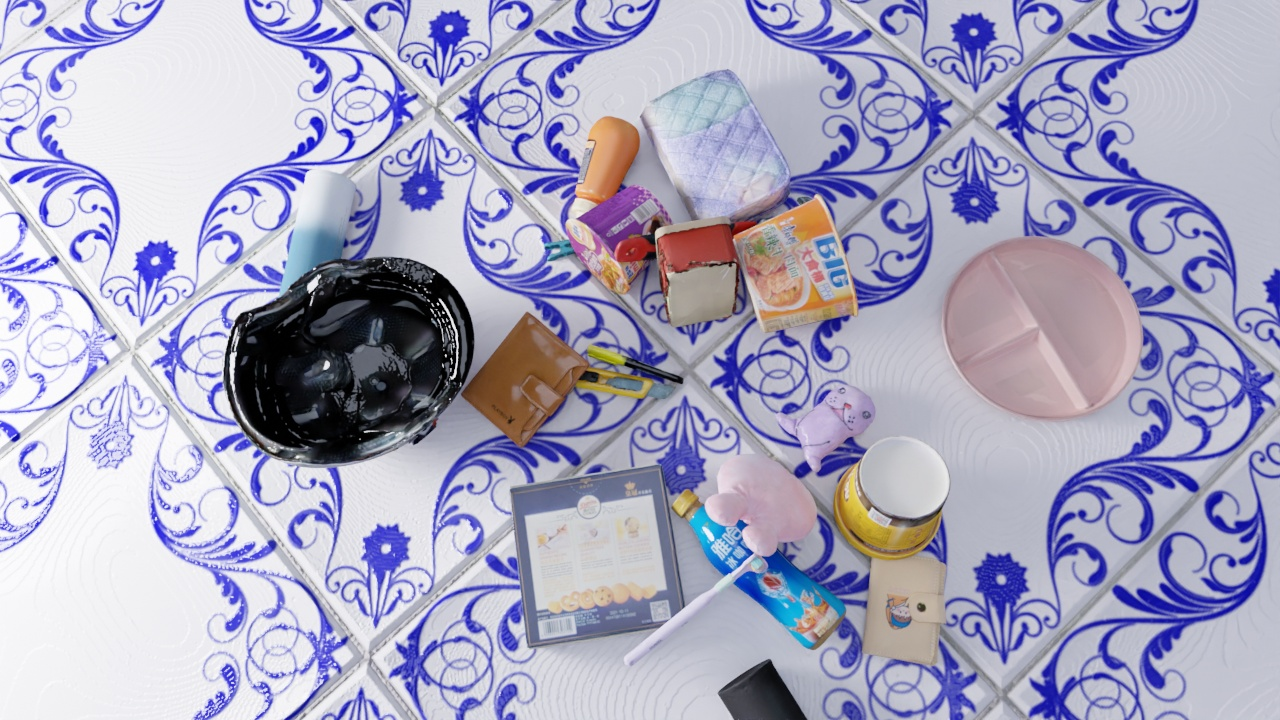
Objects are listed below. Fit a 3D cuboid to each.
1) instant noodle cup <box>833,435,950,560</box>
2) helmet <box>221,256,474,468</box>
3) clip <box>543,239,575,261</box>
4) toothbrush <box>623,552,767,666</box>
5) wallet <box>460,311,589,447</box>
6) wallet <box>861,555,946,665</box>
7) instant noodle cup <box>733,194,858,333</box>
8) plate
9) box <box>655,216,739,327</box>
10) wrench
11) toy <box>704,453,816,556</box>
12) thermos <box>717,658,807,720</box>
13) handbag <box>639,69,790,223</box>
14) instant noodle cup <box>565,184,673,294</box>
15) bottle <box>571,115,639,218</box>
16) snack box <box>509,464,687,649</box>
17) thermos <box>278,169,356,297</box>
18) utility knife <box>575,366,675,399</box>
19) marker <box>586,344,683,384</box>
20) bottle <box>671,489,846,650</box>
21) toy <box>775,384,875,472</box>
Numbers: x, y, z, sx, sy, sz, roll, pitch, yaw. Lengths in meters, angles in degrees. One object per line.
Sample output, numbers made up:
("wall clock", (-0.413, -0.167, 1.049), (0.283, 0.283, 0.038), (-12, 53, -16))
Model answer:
("instant noodle cup", (0.276, 0.145, 0.996), (0.118, 0.114, 0.118), (-2, 64, 3))
("helmet", (-0.325, 0.014, 1.061), (0.273, 0.157, 0.230), (-30, 81, -15))
("clip", (-0.094, -0.143, 1.161), (0.057, 0.014, 0.047), (-13, 72, -1))
("toothbrush", (0.057, 0.270, 0.985), (0.189, 0.021, 0.029), (-39, 120, 6))
("wallet", (-0.138, 0.024, 1.100), (0.108, 0.031, 0.132), (40, 92, 14))
("wallet", (0.295, 0.273, 1.016), (0.087, 0.024, 0.115), (8, 74, 5))
("instant noodle cup", (0.177, -0.105, 1.070), (0.111, 0.151, 0.151), (-18, 74, 7))
("plate", (0.471, -0.037, 1.088), (0.229, 0.028, 0.229), (-1, 74, 4))
("box", (0.065, -0.090, 1.056), (0.091, 0.168, 0.075), (-11, 71, 0))
("wrench", (0.094, -0.151, 1.095), (0.273, 0.056, 0.016), (-15, 50, -21))
("toy", (0.129, 0.157, 1.005), (0.121, 0.159, 0.054), (38, 119, 17))
("thermos", (0.164, 0.442, 0.953), (0.090, 0.068, 0.242), (-29, 75, -9))
("handbag", (0.097, -0.257, 1.149), (0.134, 0.075, 0.193), (-25, 73, 1))
("instant noodle cup", (-0.019, -0.153, 1.117), (0.099, 0.112, 0.111), (-41, 76, -17))
("bottle", (-0.051, -0.231, 1.161), (0.067, 0.067, 0.149), (19, 84, 9))
("snack box", (-0.049, 0.221, 1.041), (0.178, 0.046, 0.182), (-9, 75, 1))
("thermos", (-0.408, -0.128, 1.152), (0.070, 0.070, 0.220), (5, 75, 5))
("utility knife", (-0.047, 0.021, 1.111), (0.181, 0.015, 0.033), (10, 79, 7))
("marker", (-0.007, 0.006, 1.112), (0.124, 0.018, 0.015), (19, 78, 8))
("bottle", (0.125, 0.225, 1.019), (0.218, 0.065, 0.065), (41, 81, 14))
("toy", (0.222, 0.070, 1.069), (0.108, 0.039, 0.084), (-34, 66, -4))
